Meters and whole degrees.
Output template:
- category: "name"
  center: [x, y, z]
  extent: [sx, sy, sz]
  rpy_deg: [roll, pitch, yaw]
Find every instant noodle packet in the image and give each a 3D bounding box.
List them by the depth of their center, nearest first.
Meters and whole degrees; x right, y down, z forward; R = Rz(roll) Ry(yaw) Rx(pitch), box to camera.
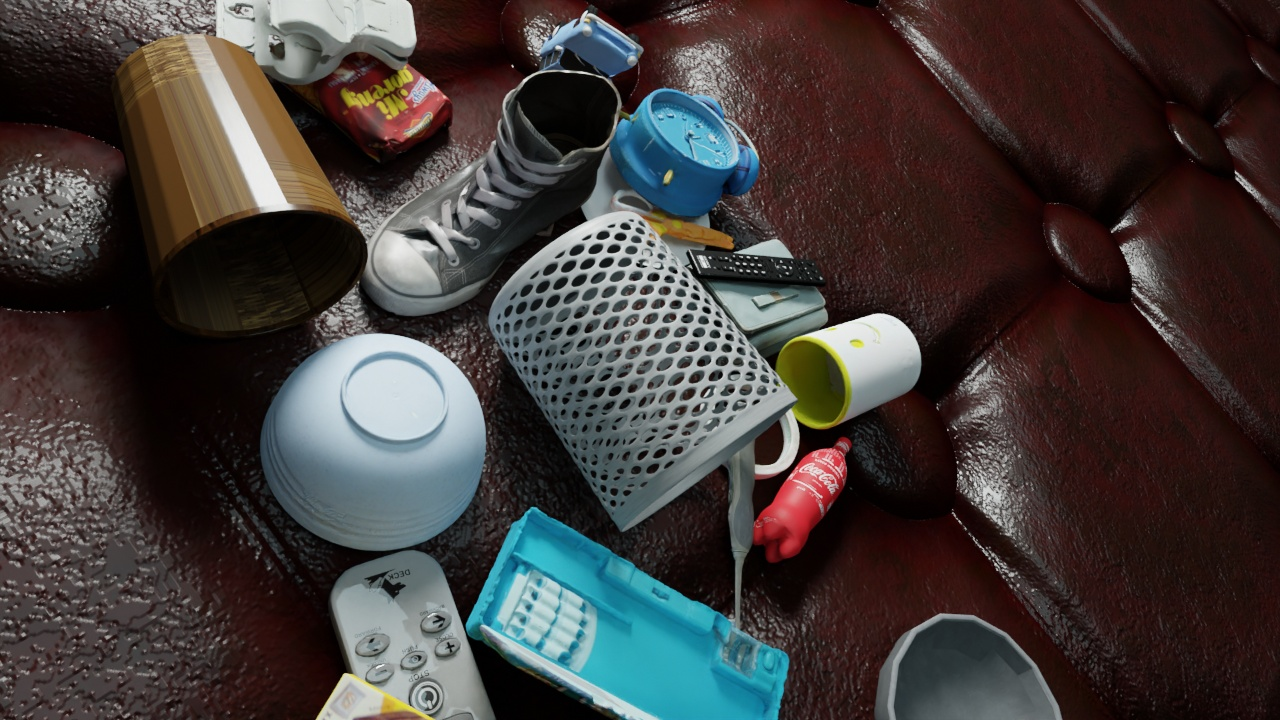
- category: "instant noodle packet"
  center: [-0.227, -0.226, 0.751]
  extent: [0.135, 0.040, 0.098]
  rpy_deg: [41, 45, -2]

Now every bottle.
- category: "bottle"
  center: [0.139, 0.109, 0.758]
  extent: [0.042, 0.042, 0.141]
  rpy_deg: [46, 51, 1]

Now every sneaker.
- category: "sneaker"
  center: [-0.112, -0.129, 0.700]
  extent: [0.234, 0.120, 0.095]
  rpy_deg: [-35, 83, -25]

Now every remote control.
- category: "remote control"
  center: [-0.140, 0.194, 0.570]
  extent: [0.074, 0.019, 0.151]
  rpy_deg: [-13, 70, -34]
- category: "remote control"
  center: [0.104, -0.081, 0.810]
  extent: [0.139, 0.009, 0.030]
  rpy_deg: [1, 51, -30]

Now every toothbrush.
- category: "toothbrush"
  center: [0.078, 0.122, 0.721]
  extent: [0.024, 0.022, 0.185]
  rpy_deg: [0, 68, 7]

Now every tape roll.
- category: "tape roll"
  center: [0.093, 0.056, 0.782]
  extent: [0.093, 0.013, 0.092]
  rpy_deg: [14, 57, -22]

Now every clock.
- category: "clock"
  center: [0.046, -0.197, 0.852]
  extent: [0.161, 0.060, 0.116]
  rpy_deg: [-19, 68, -44]

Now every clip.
- category: "clip"
  center: [-0.242, -0.275, 0.696]
  extent: [0.151, 0.105, 0.126]
  rpy_deg: [-3, 63, -18]

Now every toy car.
- category: "toy car"
  center: [-0.050, -0.272, 0.819]
  extent: [0.056, 0.153, 0.055]
  rpy_deg: [27, 90, -24]

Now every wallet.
- category: "wallet"
  center: [0.103, -0.054, 0.831]
  extent: [0.131, 0.054, 0.100]
  rpy_deg: [-22, 76, -41]

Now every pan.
- category: "pan"
  center: [0.334, 0.321, 0.746]
  extent: [0.357, 0.041, 0.178]
  rpy_deg: [20, 55, -18]

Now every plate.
- category: "plate"
  center: [0.002, -0.140, 0.845]
  extent: [0.134, 0.011, 0.134]
  rpy_deg: [13, 58, -22]

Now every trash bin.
- category: "trash bin"
  center: [-0.004, 0.004, 0.671]
  extent: [0.156, 0.157, 0.183]
  rpy_deg: [-29, 77, -37]

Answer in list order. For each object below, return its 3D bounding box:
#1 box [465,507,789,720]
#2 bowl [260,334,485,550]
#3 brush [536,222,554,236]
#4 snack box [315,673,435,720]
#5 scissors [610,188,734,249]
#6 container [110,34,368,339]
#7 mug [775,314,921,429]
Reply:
- category: "box"
  center: [-0.001, 0.208, 0.595]
  extent: [0.227, 0.084, 0.171]
  rpy_deg: [33, 18, -13]
- category: "bowl"
  center: [-0.167, 0.040, 0.601]
  extent: [0.150, 0.075, 0.150]
  rpy_deg: [13, 54, -19]
- category: "brush"
  center: [-0.091, -0.170, 0.808]
  extent: [0.050, 0.015, 0.135]
  rpy_deg: [18, 56, -18]
- category: "snack box"
  center: [-0.152, 0.237, 0.496]
  extent: [0.083, 0.061, 0.105]
  rpy_deg: [30, 65, -2]
- category: "scissors"
  center: [0.031, -0.123, 0.835]
  extent: [0.128, 0.013, 0.065]
  rpy_deg: [9, 60, -24]
- category: "container"
  center: [-0.276, -0.120, 0.613]
  extent: [0.132, 0.132, 0.167]
  rpy_deg: [-15, 65, -34]
- category: "mug"
  center: [0.186, 0.008, 0.817]
  extent: [0.106, 0.083, 0.082]
  rpy_deg: [-17, 73, -35]
